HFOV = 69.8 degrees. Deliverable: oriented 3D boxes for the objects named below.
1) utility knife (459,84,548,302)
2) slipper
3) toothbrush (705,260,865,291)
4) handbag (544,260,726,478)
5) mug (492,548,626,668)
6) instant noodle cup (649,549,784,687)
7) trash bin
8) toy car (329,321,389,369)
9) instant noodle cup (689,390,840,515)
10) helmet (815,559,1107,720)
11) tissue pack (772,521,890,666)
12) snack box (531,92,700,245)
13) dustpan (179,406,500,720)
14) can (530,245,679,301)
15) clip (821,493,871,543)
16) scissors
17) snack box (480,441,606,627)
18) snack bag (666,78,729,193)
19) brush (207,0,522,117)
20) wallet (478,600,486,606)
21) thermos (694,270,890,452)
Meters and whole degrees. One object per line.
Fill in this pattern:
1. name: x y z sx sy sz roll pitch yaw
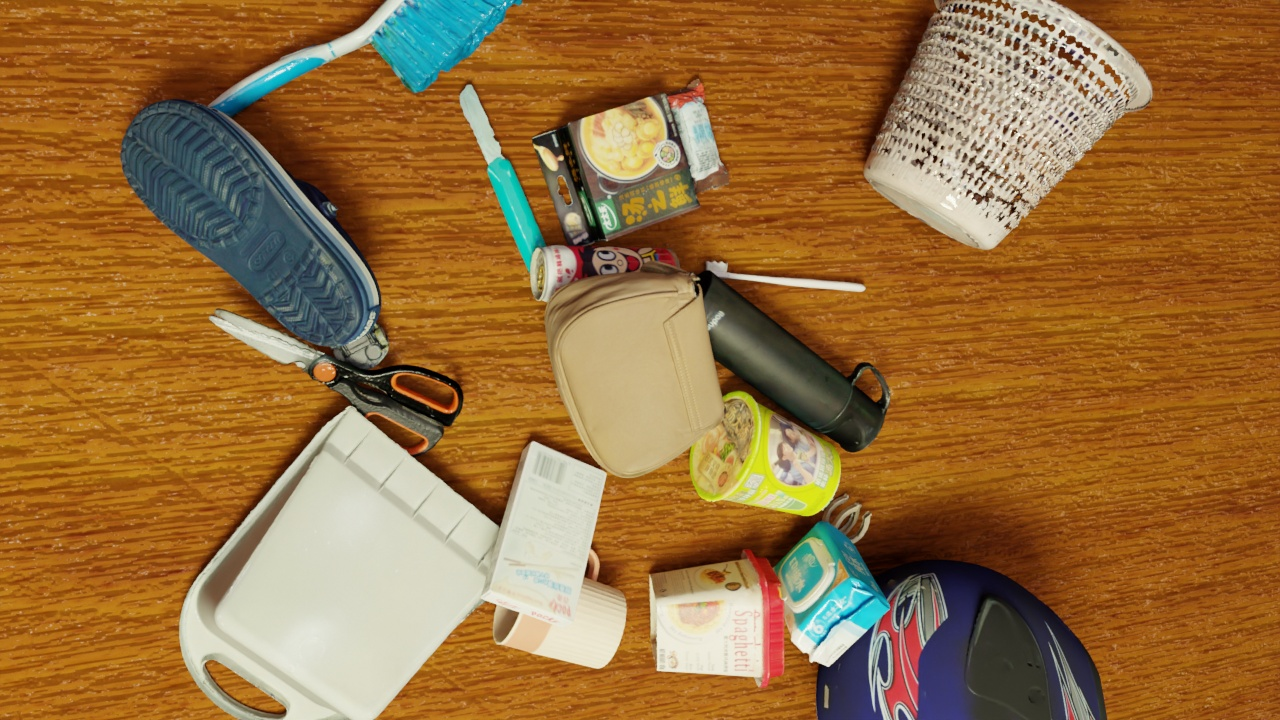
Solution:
1. utility knife: -0.118 -0.149 0.855 0.029 0.013 0.219 -25 106 -10
2. slipper: -0.305 -0.119 0.755 0.253 0.095 0.105 43 110 1
3. toothbrush: 0.150 -0.085 0.941 0.180 0.016 0.016 5 90 -16
4. handbag: -0.005 0.005 0.845 0.147 0.099 0.205 -19 130 -5
5. mug: -0.075 0.232 0.892 0.106 0.082 0.114 23 61 -20
6. instant noodle cup: 0.073 0.259 0.921 0.124 0.116 0.116 -2 98 -4
7. trash bin: 0.329 -0.223 0.884 0.227 0.227 0.192 28 101 -18
8. toy car: -0.264 -0.040 0.817 0.049 0.031 0.105 -27 107 -4
9. instant noodle cup: 0.130 0.103 0.918 0.123 0.112 0.111 22 91 -26
10. helmet: 0.295 0.351 0.901 0.240 0.248 0.314 17 54 -7
11. tissue pack: 0.182 0.226 0.906 0.063 0.140 0.090 38 103 -16
12. snack box: -0.021 -0.177 0.864 0.125 0.053 0.113 -23 103 -17
13. dustpan: -0.284 0.215 0.844 0.222 0.143 0.257 43 62 -17
14. can: -0.033 -0.080 0.861 0.132 0.053 0.053 -1 98 -22
15. clip: 0.206 0.193 0.986 0.074 0.035 0.100 37 91 -18
16. scissors: -0.257 0.001 0.806 0.139 0.021 0.235 -34 121 4
17. snack box: -0.087 0.160 0.855 0.084 0.027 0.156 26 54 -18
18. snack bag: 0.055 -0.216 0.889 0.045 0.026 0.105 -23 104 -21
19. brush: -0.228 -0.270 0.790 0.314 0.060 0.109 -44 101 -4
20. wallet: -0.222 0.223 0.874 0.120 0.019 0.097 -30 105 -8
21. thermos: 0.147 -0.004 0.922 0.242 0.068 0.090 34 99 -19
